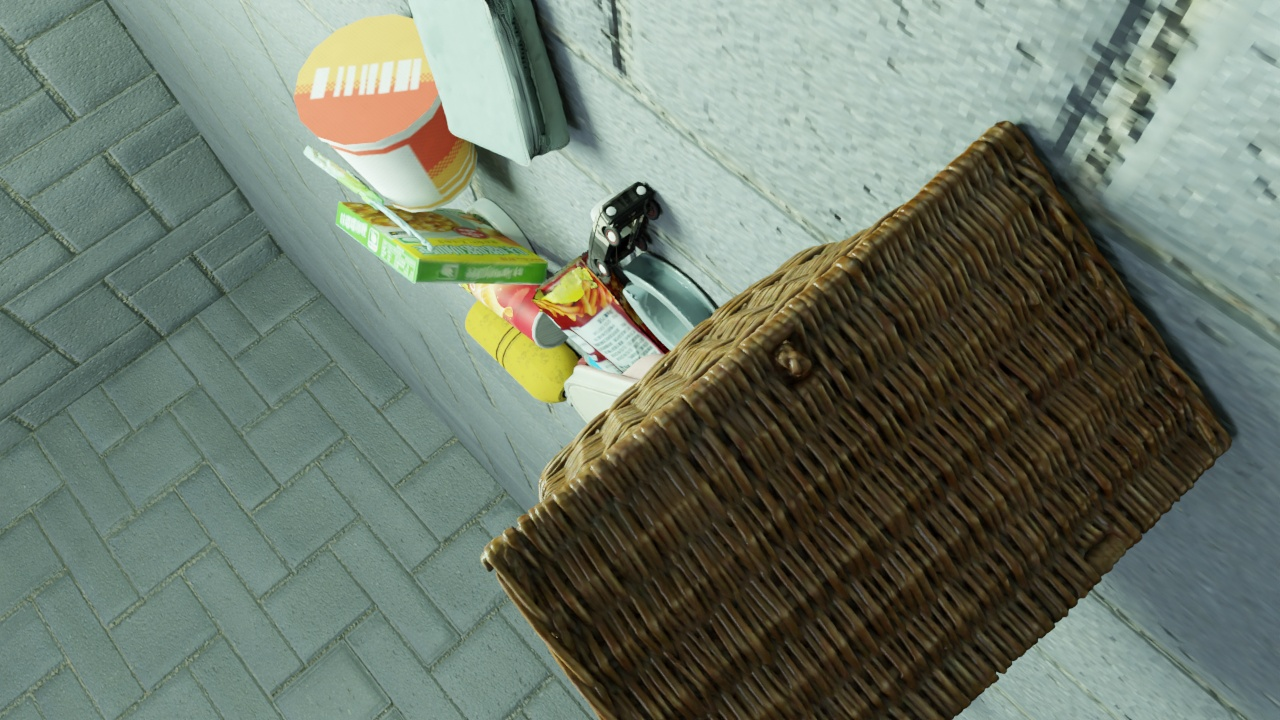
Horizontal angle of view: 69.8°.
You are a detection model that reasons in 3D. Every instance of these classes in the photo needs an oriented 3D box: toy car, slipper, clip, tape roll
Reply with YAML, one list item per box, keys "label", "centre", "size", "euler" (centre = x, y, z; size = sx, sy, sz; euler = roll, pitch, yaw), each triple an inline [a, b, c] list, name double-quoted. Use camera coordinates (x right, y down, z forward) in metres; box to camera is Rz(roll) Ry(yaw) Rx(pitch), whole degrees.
- label: "toy car"
  centre: [-0.017, -0.092, 0.642]
  size: [0.037, 0.040, 0.092]
  euler: [49, 161, 9]
- label: "slipper"
  centre: [0.037, 0.047, 0.694]
  size: [0.275, 0.054, 0.114]
  euler: [16, 143, 50]
- label: "clip"
  centre: [0.049, -0.006, 0.694]
  size: [0.163, 0.028, 0.115]
  euler: [45, 165, 17]
- label: "tape roll"
  centre: [-0.141, -0.123, 0.935]
  size: [0.094, 0.018, 0.094]
  euler: [44, 163, 17]

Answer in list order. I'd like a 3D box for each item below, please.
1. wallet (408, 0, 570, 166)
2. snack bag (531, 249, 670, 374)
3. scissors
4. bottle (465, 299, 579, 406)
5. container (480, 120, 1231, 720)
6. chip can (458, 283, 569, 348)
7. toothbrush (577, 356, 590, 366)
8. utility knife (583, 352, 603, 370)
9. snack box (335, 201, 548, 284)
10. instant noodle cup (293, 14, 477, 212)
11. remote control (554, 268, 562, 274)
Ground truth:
- label: "wallet"
  centre: [-0.102, -0.201, 0.607]
  size: [0.100, 0.054, 0.132]
  euler: [28, 153, 30]
- label: "snack bag"
  centre: [-0.005, 0.005, 0.793]
  size: [0.208, 0.066, 0.139]
  euler: [49, 159, -10]
- label: "scissors"
  centre: [-0.225, -0.136, 0.799]
  size: [0.175, 0.032, 0.093]
  euler: [42, 180, 28]
- label: "bottle"
  centre: [-0.124, -0.008, 1.060]
  size: [0.164, 0.071, 0.071]
  euler: [42, 162, 24]
- label: "container"
  centre: [0.070, 0.049, 0.409]
  size: [0.162, 0.249, 0.183]
  euler: [52, 172, -9]
- label: "chip can"
  centre: [-0.148, -0.080, 0.921]
  size: [0.215, 0.051, 0.052]
  euler: [35, 158, 39]
- label: "toothbrush"
  centre: [-0.029, 0.066, 1.072]
  size: [0.016, 0.016, 0.190]
  euler: [26, 152, 44]
- label: "utility knife"
  centre: [-0.006, 0.027, 0.932]
  size: [0.186, 0.015, 0.031]
  euler: [24, 155, 52]
- label: "snack box"
  centre: [-0.184, -0.109, 0.843]
  size: [0.168, 0.131, 0.027]
  euler: [33, 117, 43]
- label: "instant noodle cup"
  centre: [-0.200, -0.196, 0.767]
  size: [0.123, 0.123, 0.121]
  euler: [42, 170, 22]
- label: "remote control"
  centre: [-0.042, -0.033, 0.887]
  size: [0.033, 0.013, 0.136]
  euler: [27, 152, 51]
